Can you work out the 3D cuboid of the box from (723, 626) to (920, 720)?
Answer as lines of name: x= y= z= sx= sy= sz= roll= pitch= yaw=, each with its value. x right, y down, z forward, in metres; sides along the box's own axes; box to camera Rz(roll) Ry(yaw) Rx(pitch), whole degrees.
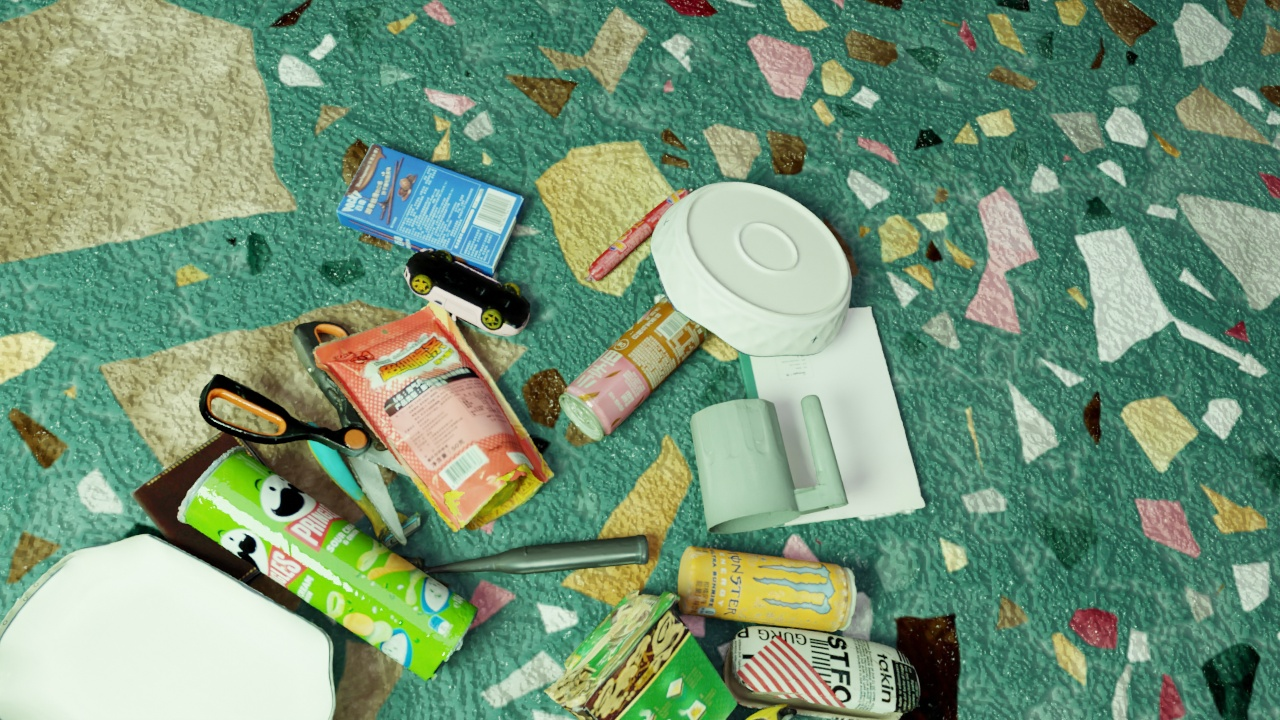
box: x=0.150 y=0.270 z=0.785 sx=0.163 sy=0.079 sz=0.074 roll=7 pitch=46 yaw=-5

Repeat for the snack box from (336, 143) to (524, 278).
snack box: x=-0.201 y=-0.145 z=0.885 sx=0.157 sy=0.026 sz=0.084 roll=20 pitch=68 yaw=-2

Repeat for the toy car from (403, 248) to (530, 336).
toy car: x=-0.161 y=-0.061 z=0.849 sx=0.122 sy=0.037 sz=0.056 roll=27 pitch=38 yaw=-3

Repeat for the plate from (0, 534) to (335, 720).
plate: x=-0.351 y=0.237 z=0.685 sx=0.266 sy=0.034 sz=0.161 roll=23 pitch=56 yaw=12

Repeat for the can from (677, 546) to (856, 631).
can: x=0.107 y=0.197 z=0.791 sx=0.146 sy=0.058 sz=0.058 roll=8 pitch=68 yaw=-6

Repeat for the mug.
mug: x=0.110 y=0.090 z=0.811 sx=0.124 sy=0.083 sz=0.103 roll=-14 pitch=69 yaw=11

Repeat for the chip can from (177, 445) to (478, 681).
chip can: x=-0.242 y=0.162 z=0.725 sx=0.236 sy=0.072 sz=0.072 roll=35 pitch=68 yaw=-3

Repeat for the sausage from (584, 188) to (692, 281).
sausage: x=-0.001 y=-0.127 z=0.917 sx=0.020 sy=0.020 sz=0.155 roll=43 pitch=69 yaw=8

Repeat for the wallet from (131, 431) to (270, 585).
wallet: x=-0.345 y=0.126 z=0.764 sx=0.096 sy=0.020 sz=0.122 roll=-39 pitch=79 yaw=-24

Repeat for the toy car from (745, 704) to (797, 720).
toy car: x=0.061 y=0.324 z=0.725 sx=0.155 sy=0.071 sz=0.041 roll=-39 pitch=66 yaw=-15

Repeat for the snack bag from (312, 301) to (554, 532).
snack bag: x=-0.175 y=0.044 z=0.798 sx=0.128 sy=0.073 sz=0.208 roll=-29 pitch=71 yaw=-36

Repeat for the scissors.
scissors: x=-0.265 y=0.059 z=0.782 sx=0.223 sy=0.022 sz=0.220 roll=2 pitch=56 yaw=-30

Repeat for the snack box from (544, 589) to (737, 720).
snack box: x=0.007 y=0.261 z=0.731 sx=0.105 sy=0.118 sz=0.117 roll=47 pitch=69 yaw=-4

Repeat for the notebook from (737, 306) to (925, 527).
notebook: x=0.178 y=0.049 z=0.883 sx=0.150 sy=0.012 sz=0.209 roll=-5 pitch=70 yaw=-11

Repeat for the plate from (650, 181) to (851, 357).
plate: x=0.113 y=-0.095 z=0.877 sx=0.204 sy=0.046 sz=0.204 roll=12 pitch=50 yaw=-16

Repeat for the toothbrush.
toothbrush: x=-0.099 y=0.170 z=0.784 sx=0.212 sy=0.027 sz=0.026 roll=-2 pitch=33 yaw=-10

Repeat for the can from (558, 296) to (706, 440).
can: x=-0.005 y=0.005 z=0.845 sx=0.058 sy=0.058 sz=0.147 roll=43 pitch=69 yaw=8

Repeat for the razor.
razor: x=-0.245 y=0.103 z=0.783 sx=0.132 sy=0.028 sz=0.043 roll=46 pitch=45 yaw=9
